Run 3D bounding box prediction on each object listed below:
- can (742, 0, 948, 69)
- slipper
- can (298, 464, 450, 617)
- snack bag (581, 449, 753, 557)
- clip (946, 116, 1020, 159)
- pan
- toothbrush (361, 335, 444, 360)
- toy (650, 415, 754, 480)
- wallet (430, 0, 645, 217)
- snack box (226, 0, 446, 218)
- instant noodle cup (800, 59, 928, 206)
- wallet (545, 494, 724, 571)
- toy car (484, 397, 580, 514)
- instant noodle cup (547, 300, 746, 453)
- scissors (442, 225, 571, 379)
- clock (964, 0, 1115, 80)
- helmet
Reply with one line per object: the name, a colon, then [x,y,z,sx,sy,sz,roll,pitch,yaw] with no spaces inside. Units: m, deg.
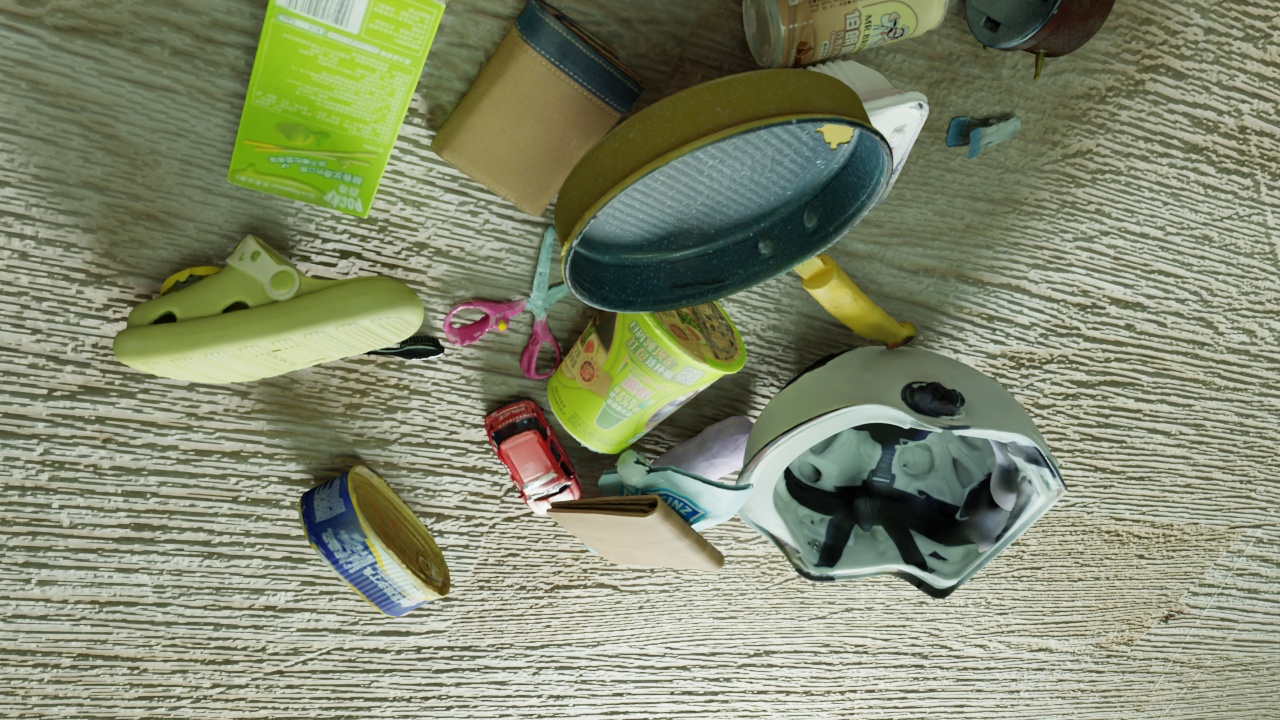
can: [0.127,-0.222,0.574,0.116,0.058,0.059,-16,130,-7]
slipper: [-0.234,-0.036,0.586,0.190,0.081,0.092,-10,165,3]
can: [-0.209,0.147,0.733,0.049,0.074,0.148,-26,131,4]
snack bag: [0.009,0.126,0.758,0.110,0.038,0.191,24,149,-5]
clip: [0.261,-0.170,0.688,0.058,0.045,0.027,-16,128,-20]
pan: [0.096,-0.066,0.591,0.198,0.078,0.356,-29,158,29]
toothbrush: [-0.234,-0.011,0.644,0.189,0.017,0.014,1,125,-16]
toy: [0.058,0.089,0.805,0.108,0.039,0.084,-33,134,0]
wallet: [-0.064,-0.155,0.577,0.090,0.033,0.115,29,114,-32]
snack box: [-0.175,-0.155,0.521,0.085,0.026,0.157,12,133,-26]
instant noodle cup: [0.086,-0.134,0.603,0.173,0.060,0.138,-14,160,-6]
wallet: [-0.005,0.140,0.735,0.115,0.020,0.101,-7,141,36]
toy car: [-0.086,0.084,0.747,0.053,0.045,0.120,-23,133,1]
instant noodle cup: [-0.004,0.004,0.679,0.111,0.111,0.124,25,122,-33]
scissors: [-0.076,-0.035,0.678,0.133,0.017,0.131,-26,128,-4]
clock: [0.264,-0.249,0.587,0.055,0.082,0.122,4,126,-28]
helmet: [0.206,0.073,0.771,0.258,0.145,0.230,13,134,-6]
